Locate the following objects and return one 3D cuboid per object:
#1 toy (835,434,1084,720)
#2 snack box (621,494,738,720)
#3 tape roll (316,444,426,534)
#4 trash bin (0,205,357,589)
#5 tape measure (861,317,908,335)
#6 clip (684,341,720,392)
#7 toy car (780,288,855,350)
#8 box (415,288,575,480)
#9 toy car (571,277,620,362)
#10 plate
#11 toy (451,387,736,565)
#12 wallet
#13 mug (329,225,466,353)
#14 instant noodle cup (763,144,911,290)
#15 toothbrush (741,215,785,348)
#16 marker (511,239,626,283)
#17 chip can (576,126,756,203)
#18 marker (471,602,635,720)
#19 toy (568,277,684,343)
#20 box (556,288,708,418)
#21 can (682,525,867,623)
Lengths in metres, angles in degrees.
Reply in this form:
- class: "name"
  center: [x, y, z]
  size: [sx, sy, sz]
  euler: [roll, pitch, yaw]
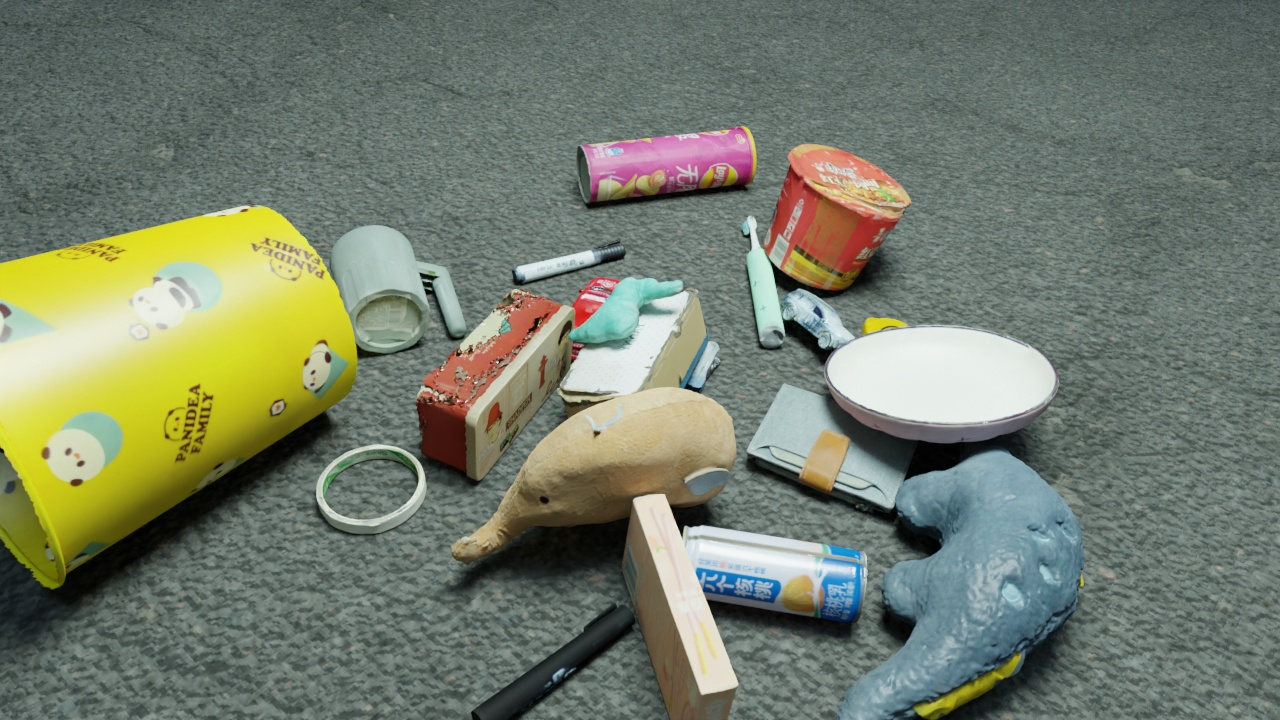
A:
- class: "toy"
  center: [0.255, 0.146, 0.687]
  size: [0.138, 0.091, 0.355]
  euler: [-5, 31, 34]
- class: "snack box"
  center: [0.022, 0.177, 0.627]
  size: [0.026, 0.085, 0.157]
  euler: [-7, 42, -16]
- class: "tape roll"
  center: [-0.219, 0.104, 0.747]
  size: [0.086, 0.014, 0.085]
  euler: [2, 41, -2]
- class: "trash bin"
  center: [-0.379, 0.006, 0.703]
  size: [0.230, 0.230, 0.254]
  euler: [30, 41, 27]
- class: "tape measure"
  center: [0.244, -0.011, 0.901]
  size: [0.057, 0.029, 0.059]
  euler: [7, 58, -1]
- class: "clip"
  center: [0.059, 0.007, 0.875]
  size: [0.024, 0.029, 0.056]
  euler: [20, 49, 25]
- class: "toy car"
  center: [0.179, -0.038, 0.913]
  size: [0.043, 0.034, 0.090]
  euler: [14, 25, -48]
- class: "box"
  center: [-0.130, 0.012, 0.800]
  size: [0.077, 0.091, 0.167]
  euler: [21, 44, 14]
- class: "toy car"
  center: [-0.045, -0.045, 0.908]
  size: [0.053, 0.045, 0.120]
  euler: [16, 40, 11]
- class: "plate"
  center: [0.258, 0.024, 0.799]
  size: [0.192, 0.039, 0.192]
  euler: [-5, 25, 2]
- class: "toy"
  center: [-0.035, 0.086, 0.684]
  size: [0.225, 0.144, 0.082]
  euler: [-13, 48, -17]
- class: "wallet"
  center: [0.167, 0.073, 0.794]
  size: [0.130, 0.037, 0.106]
  euler: [20, 43, 18]
- class: "mug"
  center: [-0.236, -0.066, 0.901]
  size: [0.123, 0.084, 0.103]
  euler: [9, 35, -33]
- class: "instant noodle cup"
  center: [0.200, -0.150, 0.979]
  size: [0.138, 0.109, 0.137]
  euler: [15, 37, -12]
- class: "toothbrush"
  center: [0.129, -0.093, 0.989]
  size: [0.026, 0.027, 0.224]
  euler: [31, 34, -25]
- class: "marker"
  center: [-0.077, -0.108, 0.995]
  size: [0.130, 0.022, 0.018]
  euler: [-16, 1, -23]
- class: "chip can"
  center: [0.031, -0.237, 1.112]
  size: [0.210, 0.072, 0.071]
  euler: [-10, 43, -15]
- class: "marker"
  center: [-0.058, 0.210, 0.632]
  size: [0.131, 0.020, 0.022]
  euler: [-29, 53, -32]
- class: "toy"
  center: [-0.010, -0.050, 0.826]
  size: [0.097, 0.030, 0.091]
  euler: [-5, 37, 31]
- class: "box"
  center: [-0.005, 0.005, 0.829]
  size: [0.090, 0.059, 0.183]
  euler: [3, 40, 27]
- class: "can"
  center: [0.095, 0.157, 0.679]
  size: [0.134, 0.053, 0.053]
  euler: [8, 41, 5]
